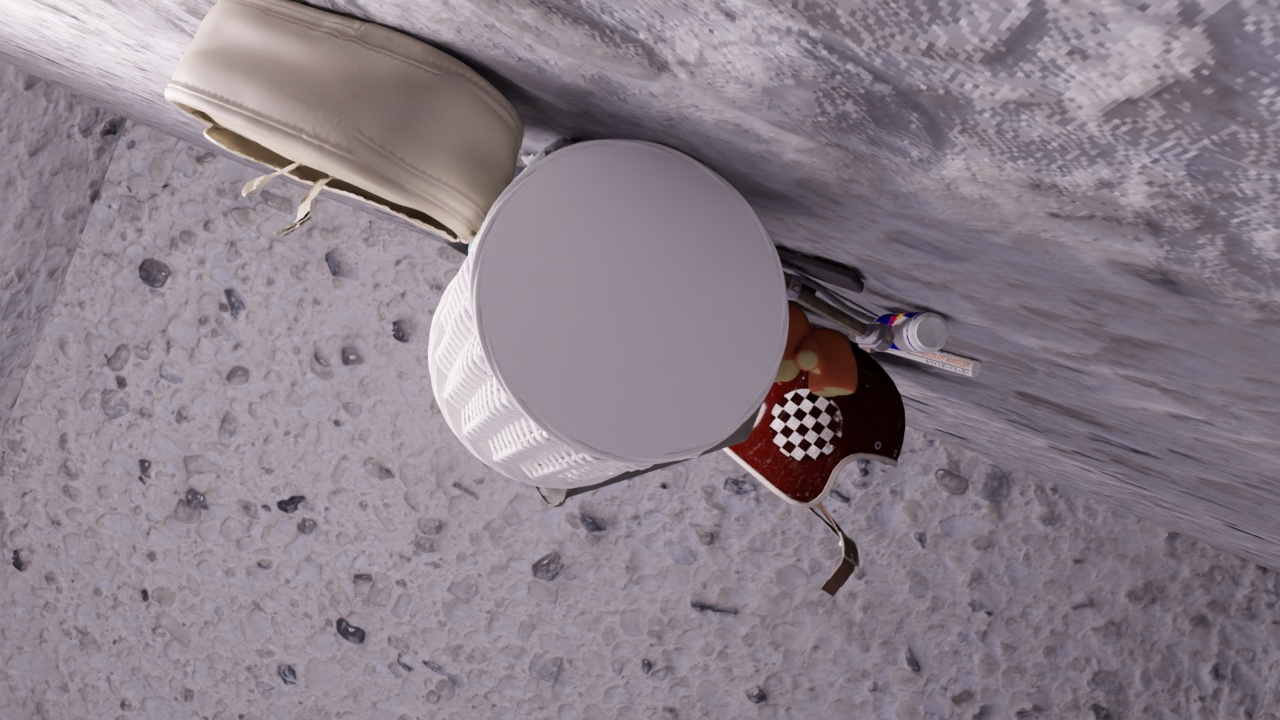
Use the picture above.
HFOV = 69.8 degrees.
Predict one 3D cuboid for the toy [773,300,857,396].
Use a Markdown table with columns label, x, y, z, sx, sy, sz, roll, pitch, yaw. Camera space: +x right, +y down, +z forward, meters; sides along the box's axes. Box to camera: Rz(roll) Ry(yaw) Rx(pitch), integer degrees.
| label | x | y | z | sx | sy | sz | roll | pitch | yaw |
| --- | --- | --- | --- | --- | --- | --- | --- | --- | --- |
| toy | 0.153 | -0.021 | 0.987 | 0.176 | 0.096 | 0.112 | 42 | 176 | 2 |

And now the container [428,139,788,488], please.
| label | x | y | z | sx | sy | sz | roll | pitch | yaw |
| --- | --- | --- | --- | --- | --- | --- | --- | --- | --- |
| container | -0.030 | -0.019 | 0.585 | 0.189 | 0.189 | 0.187 | 22 | 164 | -14 |

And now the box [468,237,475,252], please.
| label | x | y | z | sx | sy | sz | roll | pitch | yaw |
| --- | --- | --- | --- | --- | --- | --- | --- | --- | --- |
| box | -0.071 | -0.075 | 1.000 | 0.231 | 0.110 | 0.094 | 15 | 159 | -36 |

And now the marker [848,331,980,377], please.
| label | x | y | z | sx | sy | sz | roll | pitch | yaw |
| --- | --- | --- | --- | --- | --- | --- | --- | --- | --- |
| marker | 0.274 | -0.010 | 0.929 | 0.017 | 0.017 | 0.146 | 22 | 180 | -44 |

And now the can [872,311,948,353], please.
| label | x | y | z | sx | sy | sz | roll | pitch | yaw |
| --- | --- | --- | --- | --- | --- | --- | --- | --- | --- |
| can | 0.219 | -0.023 | 0.752 | 0.032 | 0.032 | 0.095 | 22 | 180 | -6 |

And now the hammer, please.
| label | x | y | z | sx | sy | sz | roll | pitch | yaw |
| --- | --- | --- | --- | --- | --- | --- | --- | --- | --- |
| hammer | 0.068 | -0.077 | 0.675 | 0.316 | 0.028 | 0.147 | 25 | 171 | -23 |

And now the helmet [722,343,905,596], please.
| label | x | y | z | sx | sy | sz | roll | pitch | yaw |
| --- | --- | --- | --- | --- | --- | --- | --- | --- | --- |
| helmet | 0.215 | 0.097 | 1.166 | 0.234 | 0.253 | 0.233 | 36 | -174 | 2 |

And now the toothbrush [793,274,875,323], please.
| label | x | y | z | sx | sy | sz | roll | pitch | yaw |
| --- | --- | --- | --- | --- | --- | --- | --- | --- | --- |
| toothbrush | 0.194 | -0.046 | 0.832 | 0.167 | 0.013 | 0.013 | 19 | -178 | -35 |

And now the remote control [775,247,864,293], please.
| label | x | y | z | sx | sy | sz | roll | pitch | yaw |
| --- | --- | --- | --- | --- | --- | --- | --- | --- | --- |
| remote control | 0.112 | -0.078 | 0.705 | 0.124 | 0.009 | 0.046 | 22 | 180 | 26 |

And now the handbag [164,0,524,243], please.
| label | x | y | z | sx | sy | sz | roll | pitch | yaw |
| --- | --- | --- | --- | --- | --- | --- | --- | --- | --- |
| handbag | -0.197 | -0.128 | 0.583 | 0.229 | 0.132 | 0.184 | 28 | 172 | 4 |

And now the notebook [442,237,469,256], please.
| label | x | y | z | sx | sy | sz | roll | pitch | yaw |
| --- | --- | --- | --- | --- | --- | --- | --- | --- | --- |
| notebook | -0.120 | -0.131 | 1.101 | 0.170 | 0.029 | 0.209 | -5 | 168 | 19 |

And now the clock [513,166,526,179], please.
| label | x | y | z | sx | sy | sz | roll | pitch | yaw |
| --- | --- | --- | --- | --- | --- | --- | --- | --- | --- |
| clock | -0.142 | -0.143 | 0.773 | 0.122 | 0.045 | 0.159 | 5 | -175 | -4 |

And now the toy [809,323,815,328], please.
| label | x | y | z | sx | sy | sz | roll | pitch | yaw |
| --- | --- | --- | --- | --- | --- | --- | --- | --- | --- |
| toy | 0.091 | -0.037 | 1.119 | 0.206 | 0.105 | 0.131 | 20 | 176 | 34 |

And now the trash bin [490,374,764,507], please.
| label | x | y | z | sx | sy | sz | roll | pitch | yaw |
| --- | --- | --- | --- | --- | --- | --- | --- | --- | --- |
| trash bin | -0.005 | 0.005 | 0.903 | 0.219 | 0.198 | 0.197 | -7 | -140 | -30 |
